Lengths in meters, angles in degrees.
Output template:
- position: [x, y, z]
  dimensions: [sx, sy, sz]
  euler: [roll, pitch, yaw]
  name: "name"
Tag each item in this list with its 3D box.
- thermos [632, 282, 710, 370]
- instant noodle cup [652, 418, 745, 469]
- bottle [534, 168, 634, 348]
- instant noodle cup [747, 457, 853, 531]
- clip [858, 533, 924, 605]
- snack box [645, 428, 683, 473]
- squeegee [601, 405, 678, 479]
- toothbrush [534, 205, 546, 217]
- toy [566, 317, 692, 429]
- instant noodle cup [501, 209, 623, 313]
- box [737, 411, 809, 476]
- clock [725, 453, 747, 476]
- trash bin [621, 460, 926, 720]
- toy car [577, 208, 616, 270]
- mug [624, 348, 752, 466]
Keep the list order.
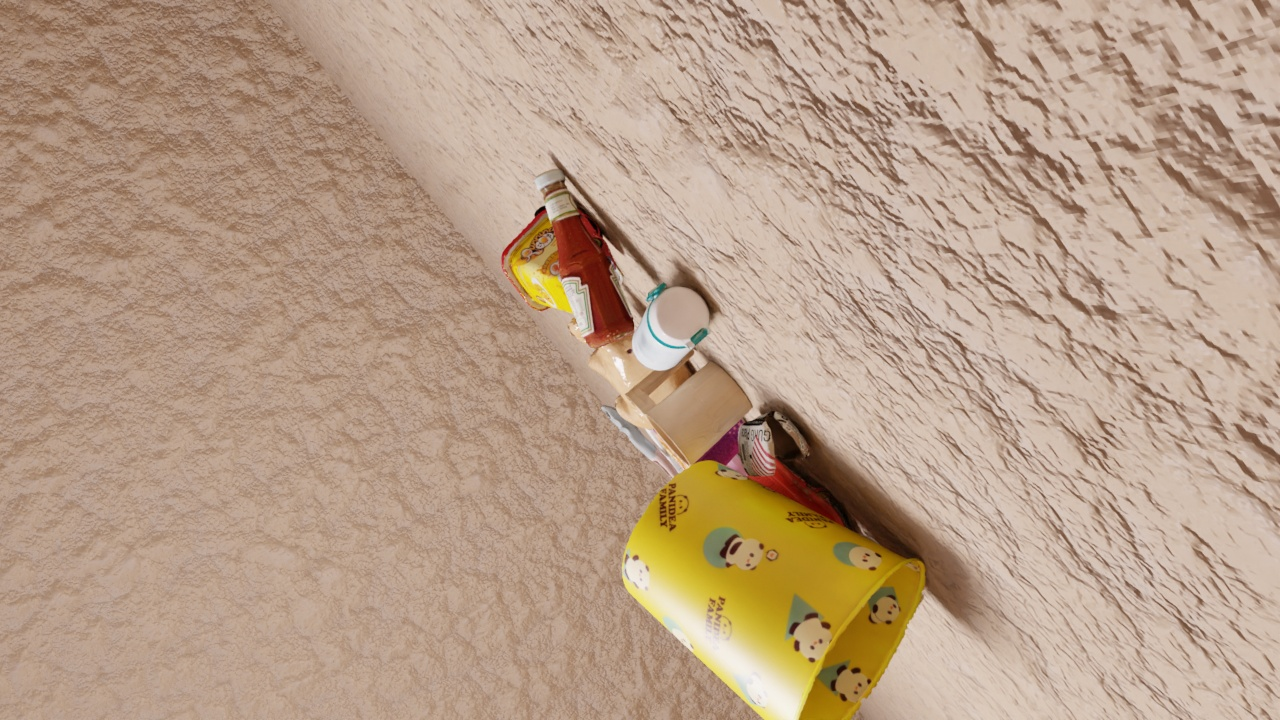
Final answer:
- position: [0.029, -0.035, 0.999]
  dimensions: [0.073, 0.073, 0.224]
  euler: [49, 173, 2]
  name: "thermos"
- position: [0.087, 0.101, 1.228]
  dimensions: [0.111, 0.099, 0.111]
  euler: [47, 173, 7]
  name: "instant noodle cup"
- position: [-0.068, -0.116, 1.039]
  dimensions: [0.060, 0.059, 0.206]
  euler: [152, 97, -83]
  name: "bottle"
- position: [0.194, 0.198, 1.163]
  dimensions: [0.164, 0.079, 0.189]
  euler: [55, 172, -36]
  name: "instant noodle cup"
- position: [0.280, 0.239, 1.052]
  dimensions: [0.097, 0.034, 0.061]
  euler: [34, 165, 34]
  name: "clip"
- position: [0.069, 0.127, 1.526]
  dimensions: [0.027, 0.084, 0.157]
  euler: [42, 169, 44]
  name: "snack box"
- position: [0.023, 0.164, 1.495]
  dimensions: [0.249, 0.040, 0.248]
  euler: [51, 155, 11]
  name: "squeegee"
- position: [-0.085, -0.138, 1.332]
  dimensions: [0.213, 0.026, 0.027]
  euler: [53, -153, -34]
  name: "toothbrush"
- position: [-0.007, 0.007, 1.254]
  dimensions: [0.226, 0.144, 0.082]
  euler: [57, -148, -35]
  name: "toy"
- position: [-0.098, -0.120, 1.199]
  dimensions: [0.124, 0.116, 0.116]
  euler: [27, 159, 43]
  name: "instant noodle cup"
- position: [0.130, 0.095, 1.014]
  dimensions: [0.075, 0.081, 0.163]
  euler: [55, 176, 3]
  name: "box"
- position: [0.151, 0.199, 1.503]
  dimensions: [0.117, 0.059, 0.158]
  euler: [44, 173, 43]
  name: "clock"
- position: [0.133, 0.248, 0.991]
  dimensions: [0.255, 0.229, 0.230]
  euler: [30, 163, 34]
  name: "trash bin"
- position: [-0.061, -0.148, 1.098]
  dimensions: [0.106, 0.031, 0.049]
  euler: [51, 175, 23]
  name: "toy car"
- position: [0.058, 0.051, 1.116]
  dimensions: [0.124, 0.103, 0.084]
  euler: [46, 172, 26]
  name: "mug"
